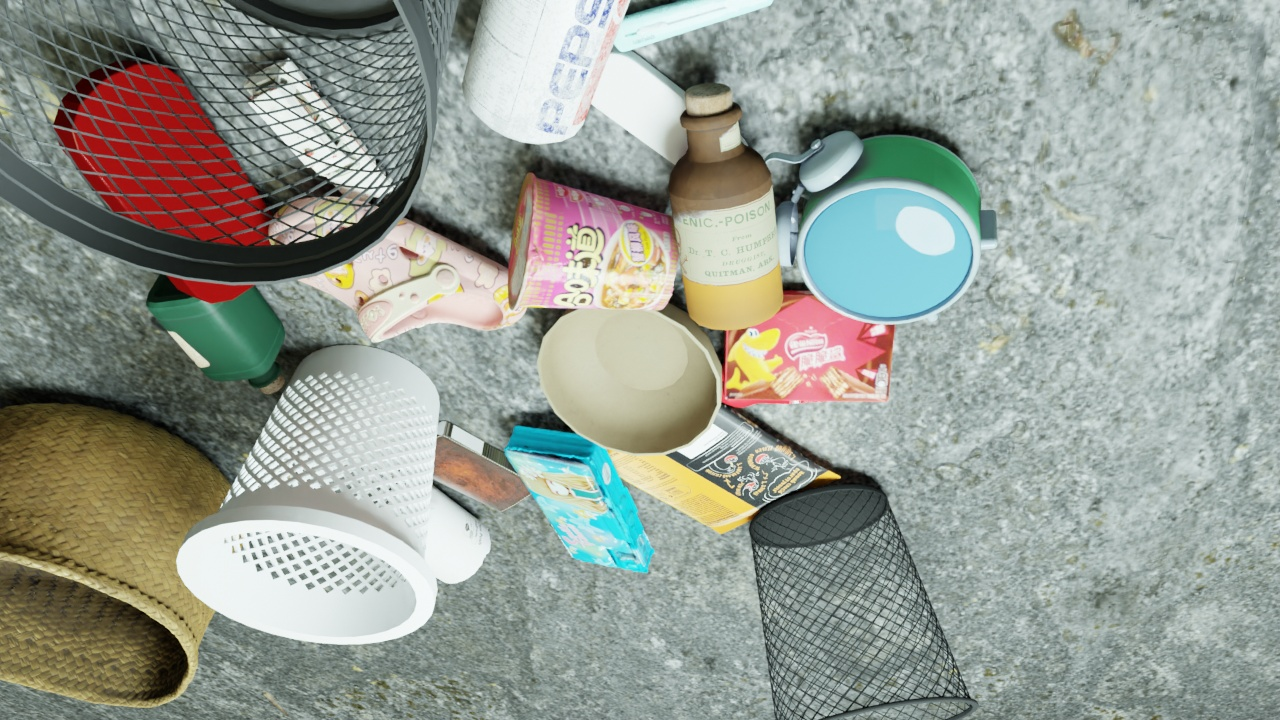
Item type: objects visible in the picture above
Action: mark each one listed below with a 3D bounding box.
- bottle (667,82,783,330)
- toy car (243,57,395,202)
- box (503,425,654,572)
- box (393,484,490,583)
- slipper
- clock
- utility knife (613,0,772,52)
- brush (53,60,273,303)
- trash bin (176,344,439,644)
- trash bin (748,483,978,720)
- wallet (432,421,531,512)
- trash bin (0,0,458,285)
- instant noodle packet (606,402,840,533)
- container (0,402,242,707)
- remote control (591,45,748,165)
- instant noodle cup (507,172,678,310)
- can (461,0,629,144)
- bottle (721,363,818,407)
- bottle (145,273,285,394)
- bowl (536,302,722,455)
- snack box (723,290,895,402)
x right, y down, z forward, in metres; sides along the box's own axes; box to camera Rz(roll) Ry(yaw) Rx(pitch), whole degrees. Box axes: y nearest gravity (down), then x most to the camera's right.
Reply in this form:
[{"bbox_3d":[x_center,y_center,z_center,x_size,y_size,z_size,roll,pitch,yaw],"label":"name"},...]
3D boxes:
[{"bbox_3d":[0.054,-0.102,0.608,0.068,0.067,0.157,-6,121,9],"label":"bottle"},{"bbox_3d":[-0.217,-0.147,0.621,0.039,0.039,0.113,-16,135,20],"label":"toy car"},{"bbox_3d":[-0.056,0.145,0.911,0.094,0.041,0.227,7,144,22],"label":"box"},{"bbox_3d":[-0.232,0.200,0.979,0.142,0.083,0.140,-27,131,21],"label":"box"},{"bbox_3d":[-0.180,-0.053,0.683,0.197,0.081,0.093,18,152,-21],"label":"slipper"},{"bbox_3d":[0.154,-0.098,0.636,0.161,0.075,0.122,23,136,-3],"label":"clock"},{"bbox_3d":[0.040,-0.213,0.555,0.126,0.015,0.022,-12,134,12],"label":"utility knife"},{"bbox_3d":[-0.323,-0.120,0.632,0.042,0.082,0.173,17,146,31],"label":"brush"},{"bbox_3d":[-0.255,0.104,0.781,0.195,0.199,0.196,2,138,1],"label":"trash bin"},{"bbox_3d":[0.196,0.245,0.883,0.184,0.209,0.184,-7,148,-5],"label":"trash bin"},{"bbox_3d":[-0.167,0.109,0.915,0.123,0.019,0.072,34,130,-29],"label":"wallet"},{"bbox_3d":[-0.186,-0.193,0.430,0.218,0.226,0.218,2,138,1],"label":"trash bin"},{"bbox_3d":[0.058,0.098,0.881,0.220,0.032,0.160,32,132,-29],"label":"instant noodle packet"},{"bbox_3d":[-0.548,0.183,0.890,0.307,0.196,0.308,3,139,2],"label":"container"},{"bbox_3d":[0.018,-0.161,0.613,0.136,0.013,0.043,30,131,-27],"label":"remote control"},{"bbox_3d":[-0.034,-0.077,0.657,0.108,0.097,0.098,6,138,-16],"label":"instant noodle cup"},{"bbox_3d":[-0.051,-0.199,0.527,0.078,0.078,0.136,15,136,-14],"label":"can"},{"bbox_3d":[0.133,0.016,0.779,0.141,0.041,0.042,-4,137,7],"label":"bottle"},{"bbox_3d":[-0.333,-0.022,0.750,0.061,0.061,0.131,-6,137,13],"label":"bottle"},{"bbox_3d":[-0.004,0.004,0.753,0.152,0.050,0.153,8,127,11],"label":"bowl"},{"bbox_3d":[0.134,-0.012,0.736,0.133,0.021,0.089,1,107,3],"label":"snack box"}]
